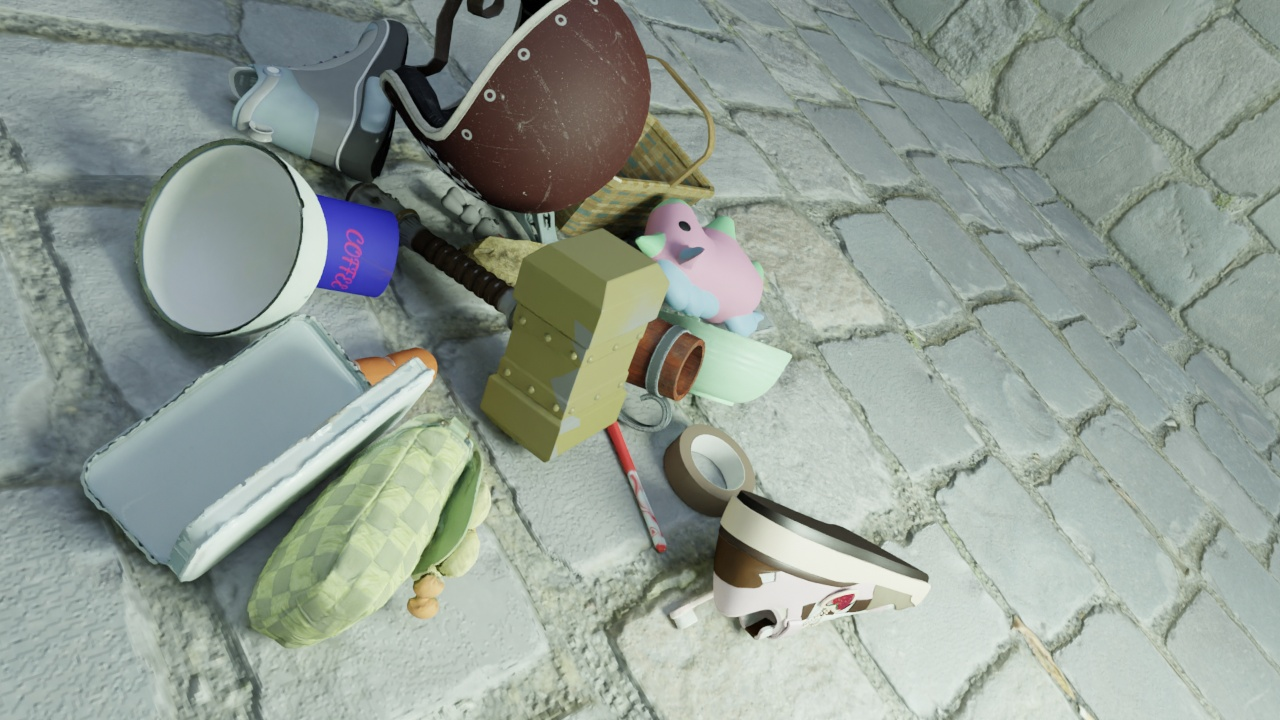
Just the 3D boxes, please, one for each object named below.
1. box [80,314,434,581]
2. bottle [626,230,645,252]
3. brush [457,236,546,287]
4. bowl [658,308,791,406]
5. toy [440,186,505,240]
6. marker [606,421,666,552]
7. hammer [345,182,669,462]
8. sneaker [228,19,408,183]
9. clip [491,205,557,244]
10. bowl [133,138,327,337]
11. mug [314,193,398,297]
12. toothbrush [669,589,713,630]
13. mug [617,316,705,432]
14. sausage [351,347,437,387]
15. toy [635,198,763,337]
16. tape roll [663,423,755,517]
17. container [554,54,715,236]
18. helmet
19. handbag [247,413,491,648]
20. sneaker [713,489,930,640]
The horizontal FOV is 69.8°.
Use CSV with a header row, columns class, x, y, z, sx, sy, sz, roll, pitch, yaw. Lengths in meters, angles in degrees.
class,x,y,z,sx,sy,sz,roll,pitch,yaw
box,-0.246,0.049,0.621,0.130,0.106,0.210,50,46,-12
bottle,0.034,-0.138,1.148,0.129,0.040,0.040,2,51,-40
brush,-0.103,-0.089,0.961,0.195,0.043,0.059,11,63,-41
bowl,0.081,0.003,0.992,0.151,0.077,0.151,19,1,-1
toy,-0.166,-0.140,0.980,0.111,0.030,0.049,43,34,-19
marker,-0.004,0.118,0.876,0.012,0.013,0.142,4,50,-39
hammer,-0.152,-0.075,0.843,0.325,0.191,0.100,34,33,21
sneaker,-0.331,-0.293,0.952,0.160,0.093,0.256,12,43,-21
clip,-0.145,-0.202,1.020,0.165,0.169,0.031,14,17,40
bowl,-0.308,-0.089,0.719,0.153,0.153,0.073,54,10,17
mug,-0.275,-0.111,0.819,0.083,0.079,0.111,9,30,-36
toothbrush,0.090,0.212,0.862,0.180,0.016,0.018,-14,69,-47
mug,-0.005,0.005,0.918,0.111,0.117,0.081,24,14,20
sausage,-0.238,0.016,0.747,0.164,0.039,0.044,-7,83,-45
toy,0.075,-0.094,1.069,0.222,0.120,0.170,50,36,-26
tape roll,0.070,0.111,0.934,0.093,0.030,0.093,24,40,-22
container,-0.008,-0.251,1.076,0.157,0.187,0.249,53,29,15
helmet,-0.110,-0.266,0.839,0.253,0.234,0.233,41,77,11
handbag,-0.176,0.130,0.643,0.117,0.113,0.185,46,38,-16
sneaker,0.172,0.220,0.876,0.293,0.116,0.112,26,1,-44
